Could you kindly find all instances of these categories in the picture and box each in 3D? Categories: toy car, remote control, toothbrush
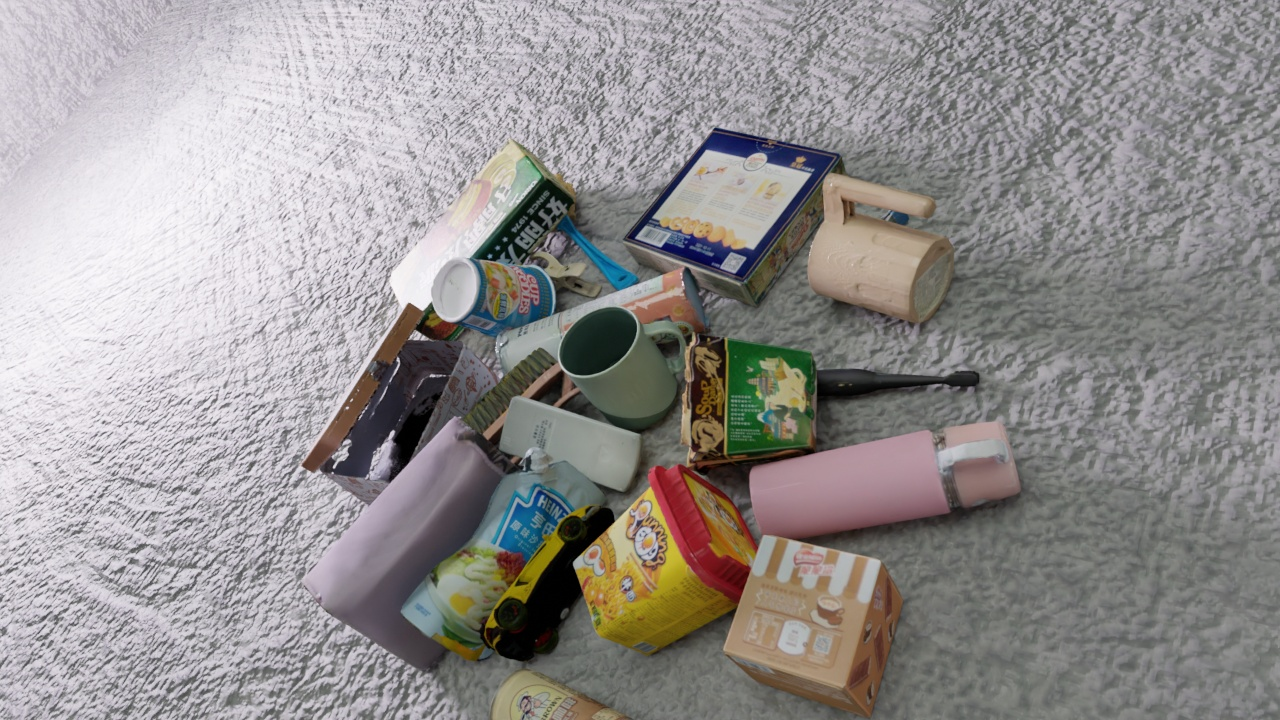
[{"bbox_3d":[-0.075,0.191,0.799,0.041,0.071,0.155,24,68,36],"label":"toy car"},{"bbox_3d":[-0.065,0.078,0.867,0.135,0.019,0.056,16,97,12],"label":"remote control"},{"bbox_3d":[0.187,0.019,0.811,0.213,0.026,0.027,-3,15,28],"label":"toothbrush"}]

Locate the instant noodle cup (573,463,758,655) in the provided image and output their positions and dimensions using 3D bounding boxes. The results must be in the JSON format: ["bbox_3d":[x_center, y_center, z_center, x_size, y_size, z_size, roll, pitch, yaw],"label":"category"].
[{"bbox_3d":[0.021,0.166,0.740,0.124,0.116,0.116,-39,45,14],"label":"instant noodle cup"}]

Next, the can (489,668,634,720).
[{"bbox_3d":[-0.059,0.289,0.720,0.116,0.058,0.058,12,62,37],"label":"can"}]

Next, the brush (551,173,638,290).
[{"bbox_3d":[-0.076,-0.150,1.093,0.083,0.046,0.254,-38,49,-6],"label":"brush"}]

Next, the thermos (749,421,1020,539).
[{"bbox_3d":[0.185,0.093,0.711,0.199,0.087,0.067,-14,70,22],"label":"thermos"}]

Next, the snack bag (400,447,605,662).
[{"bbox_3d":[-0.115,0.170,0.812,0.190,0.110,0.039,-51,29,-11],"label":"snack bag"}]

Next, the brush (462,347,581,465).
[{"bbox_3d":[-0.122,0.052,0.921,0.146,0.063,0.073,-43,84,15],"label":"brush"}]

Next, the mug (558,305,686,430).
[{"bbox_3d":[-0.005,0.005,0.876,0.112,0.106,0.082,-26,46,11],"label":"mug"}]

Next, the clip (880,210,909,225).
[{"bbox_3d":[0.236,-0.130,0.900,0.056,0.024,0.027,-39,42,7],"label":"clip"}]

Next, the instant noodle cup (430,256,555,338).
[{"bbox_3d":[-0.165,-0.068,1.004,0.099,0.109,0.099,-5,81,35],"label":"instant noodle cup"}]

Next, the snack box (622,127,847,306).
[{"bbox_3d":[0.100,-0.160,0.987,0.178,0.046,0.182,26,71,41],"label":"snack box"}]

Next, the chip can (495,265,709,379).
[{"bbox_3d":[-0.040,-0.031,0.950,0.215,0.071,0.071,-19,48,17],"label":"chip can"}]

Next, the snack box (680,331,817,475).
[{"bbox_3d":[0.098,0.039,0.783,0.106,0.117,0.118,1,80,14],"label":"snack box"}]

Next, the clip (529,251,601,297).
[{"bbox_3d":[-0.089,-0.093,1.063,0.103,0.076,0.034,17,64,28],"label":"clip"}]

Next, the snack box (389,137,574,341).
[{"bbox_3d":[-0.193,-0.141,1.098,0.240,0.063,0.114,-46,44,10],"label":"snack box"}]

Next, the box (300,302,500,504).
[{"bbox_3d":[-0.269,0.043,0.967,0.149,0.158,0.181,3,58,30],"label":"box"}]

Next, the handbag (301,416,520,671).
[{"bbox_3d":[-0.188,0.163,0.835,0.098,0.145,0.196,31,74,40],"label":"handbag"}]

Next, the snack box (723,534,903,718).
[{"bbox_3d":[0.129,0.193,0.671,0.093,0.077,0.094,6,60,34],"label":"snack box"}]

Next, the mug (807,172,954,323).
[{"bbox_3d":[0.215,-0.102,0.822,0.104,0.125,0.084,24,49,38],"label":"mug"}]
